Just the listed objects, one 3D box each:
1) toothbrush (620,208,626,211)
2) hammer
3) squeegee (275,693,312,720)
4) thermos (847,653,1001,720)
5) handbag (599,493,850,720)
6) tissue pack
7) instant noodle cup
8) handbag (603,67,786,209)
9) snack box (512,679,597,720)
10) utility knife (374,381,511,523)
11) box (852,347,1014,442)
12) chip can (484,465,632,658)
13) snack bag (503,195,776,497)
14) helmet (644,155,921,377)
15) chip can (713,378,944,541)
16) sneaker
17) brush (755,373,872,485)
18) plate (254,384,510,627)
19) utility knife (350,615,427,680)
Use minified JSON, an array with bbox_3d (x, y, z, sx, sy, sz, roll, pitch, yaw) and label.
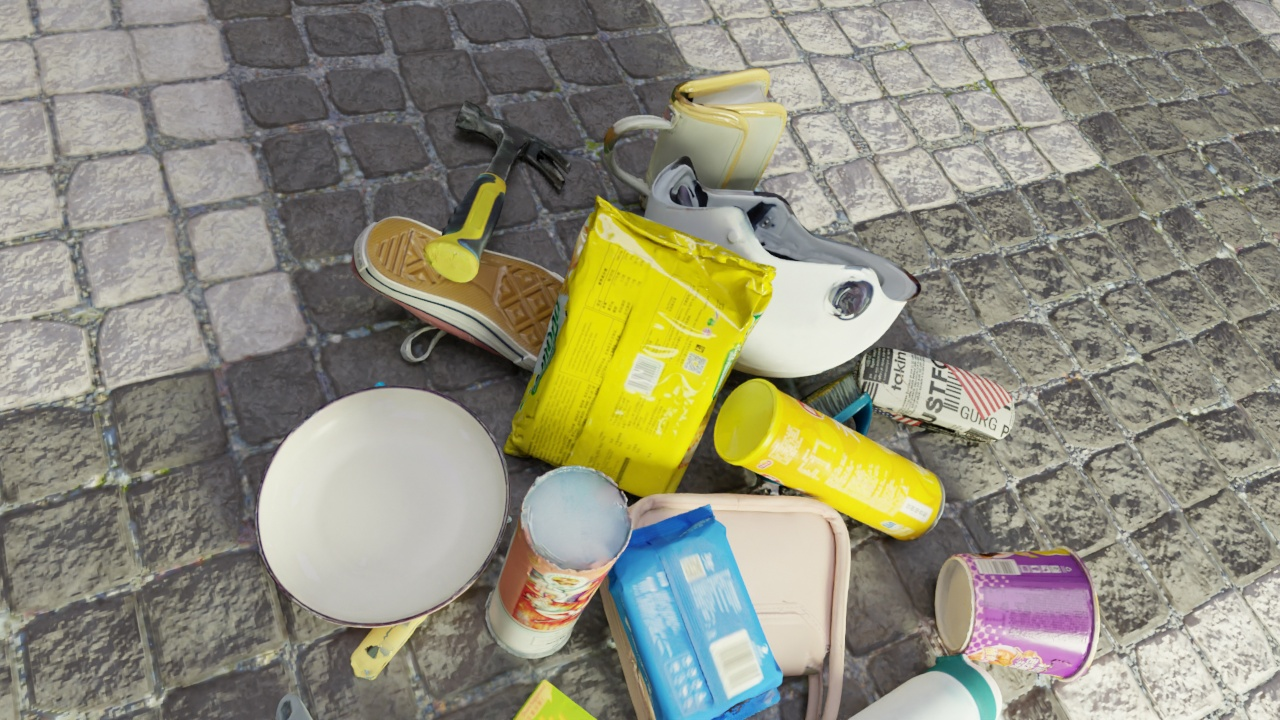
[{"bbox_3d":[-0.004,-0.074,0.906,0.016,0.018,0.191,-1,60,-16],"label":"toothbrush"},{"bbox_3d":[-0.134,-0.155,0.833,0.126,0.032,0.322,23,29,-12],"label":"hammer"},{"bbox_3d":[-0.177,0.311,0.588,0.246,0.039,0.246,-41,64,-8],"label":"squeegee"},{"bbox_3d":[0.190,0.292,0.687,0.223,0.073,0.073,-13,63,-37],"label":"thermos"},{"bbox_3d":[0.071,0.223,0.719,0.193,0.094,0.233,1,67,-15],"label":"handbag"},{"bbox_3d":[0.035,0.187,0.655,0.094,0.052,0.157,-19,85,-19],"label":"tissue pack"},{"bbox_3d":[0.309,0.210,0.772,0.099,0.112,0.111,4,58,-2],"label":"instant noodle cup"},{"bbox_3d":[0.045,-0.203,0.911,0.178,0.164,0.063,-14,65,-20],"label":"handbag"},{"bbox_3d":[-0.035,0.313,0.658,0.156,0.026,0.085,35,57,8],"label":"snack box"},{"bbox_3d":[-0.171,0.082,0.767,0.166,0.018,0.034,41,58,10],"label":"utility knife"},{"bbox_3d":[0.289,0.032,0.895,0.164,0.065,0.074,14,41,-6],"label":"box"},{"bbox_3d":[-0.062,0.146,0.638,0.071,0.215,0.071,7,58,-11],"label":"chip can"},{"bbox_3d":[-0.004,0.004,0.739,0.158,0.247,0.068,22,28,-2],"label":"snack bag"},{"bbox_3d":[0.111,-0.065,0.841,0.258,0.146,0.229,17,21,-25],"label":"helmet"},{"bbox_3d":[0.163,0.087,0.771,0.213,0.072,0.072,26,52,-28],"label":"chip can"},{"bbox_3d":[-0.144,-0.047,0.814,0.241,0.088,0.118,25,66,-25],"label":"sneaker"},{"bbox_3d":[0.161,0.070,0.842,0.143,0.055,0.073,-30,81,-29],"label":"brush"},{"bbox_3d":[-0.196,0.113,0.715,0.192,0.039,0.192,1,64,-2],"label":"plate"},{"bbox_3d":[-0.167,0.183,0.712,0.031,0.018,0.151,32,61,12],"label":"utility knife"}]
